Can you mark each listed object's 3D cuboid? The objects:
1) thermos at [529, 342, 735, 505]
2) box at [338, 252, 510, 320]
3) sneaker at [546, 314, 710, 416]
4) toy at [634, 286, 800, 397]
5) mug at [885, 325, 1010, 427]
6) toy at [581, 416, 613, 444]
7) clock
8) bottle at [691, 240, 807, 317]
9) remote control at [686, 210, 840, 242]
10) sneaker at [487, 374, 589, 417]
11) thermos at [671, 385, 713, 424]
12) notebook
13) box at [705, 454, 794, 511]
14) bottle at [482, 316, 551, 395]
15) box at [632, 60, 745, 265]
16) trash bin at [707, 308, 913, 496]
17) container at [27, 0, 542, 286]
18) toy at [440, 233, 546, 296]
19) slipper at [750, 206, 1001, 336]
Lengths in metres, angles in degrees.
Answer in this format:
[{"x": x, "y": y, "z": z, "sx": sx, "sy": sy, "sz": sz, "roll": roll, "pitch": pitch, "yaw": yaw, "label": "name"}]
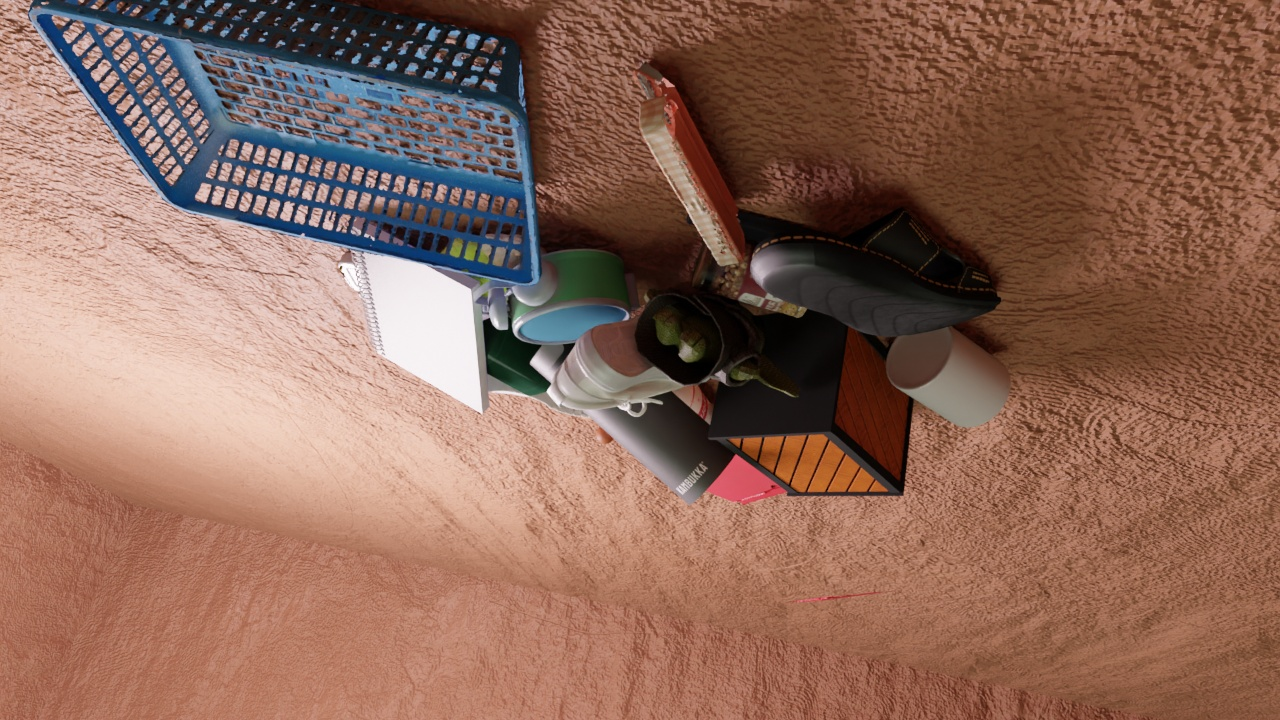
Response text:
[{"x": -0.010, "y": 0.049, "z": 1.017, "sx": 0.240, "sy": 0.082, "sz": 0.082, "roll": 41, "pitch": 155, "yaw": 3, "label": "thermos"}, {"x": -0.242, "y": -0.078, "z": 1.083, "sx": 0.210, "sy": 0.036, "sz": 0.130, "roll": 8, "pitch": 159, "yaw": 11, "label": "box"}, {"x": -0.006, "y": 0.006, "z": 0.935, "sx": 0.091, "sy": 0.089, "sz": 0.241, "roll": -40, "pitch": 164, "yaw": 29, "label": "sneaker"}, {"x": 0.066, "y": -0.024, "z": 0.882, "sx": 0.179, "sy": 0.078, "sz": 0.152, "roll": 40, "pitch": -158, "yaw": 24, "label": "toy"}, {"x": 0.300, "y": 0.009, "z": 0.931, "sx": 0.097, "sy": 0.078, "sz": 0.112, "roll": 28, "pitch": 180, "yaw": -30, "label": "mug"}, {"x": -0.056, "y": 0.063, "z": 1.245, "sx": 0.095, "sy": 0.065, "sz": 0.127, "roll": -8, "pitch": 143, "yaw": 36, "label": "toy"}, {"x": -0.089, "y": -0.067, "z": 0.917, "sx": 0.161, "sy": 0.075, "sz": 0.122, "roll": 2, "pitch": 160, "yaw": -38, "label": "clock"}, {"x": 0.105, "y": -0.080, "z": 0.850, "sx": 0.105, "sy": 0.056, "sz": 0.056, "roll": 15, "pitch": 156, "yaw": -4, "label": "bottle"}, {"x": 0.109, "y": -0.115, "z": 0.821, "sx": 0.136, "sy": 0.015, "sz": 0.032, "roll": 14, "pitch": 156, "yaw": -1, "label": "remote control"}, {"x": -0.134, "y": 0.017, "z": 1.175, "sx": 0.236, "sy": 0.090, "sz": 0.104, "roll": 9, "pitch": 178, "yaw": -7, "label": "sneaker"}, {"x": 0.042, "y": 0.062, "z": 1.153, "sx": 0.099, "sy": 0.099, "sz": 0.220, "roll": 1, "pitch": 149, "yaw": 26, "label": "thermos"}, {"x": -0.246, "y": -0.046, "z": 1.026, "sx": 0.172, "sy": 0.022, "sz": 0.210, "roll": 28, "pitch": 143, "yaw": 17, "label": "notebook"}, {"x": 0.142, "y": 0.144, "z": 1.327, "sx": 0.152, "sy": 0.164, "sz": 0.215, "roll": -25, "pitch": 176, "yaw": -30, "label": "box"}, {"x": -0.160, "y": -0.014, "z": 1.061, "sx": 0.131, "sy": 0.061, "sz": 0.061, "roll": 32, "pitch": 153, "yaw": -30, "label": "bottle"}, {"x": 0.042, "y": -0.150, "z": 0.717, "sx": 0.042, "sy": 0.082, "sz": 0.187, "roll": -10, "pitch": 147, "yaw": 21, "label": "box"}, {"x": 0.189, "y": 0.050, "z": 0.985, "sx": 0.140, "sy": 0.139, "sz": 0.171, "roll": -7, "pitch": 149, "yaw": 39, "label": "trash bin"}, {"x": -0.251, "y": -0.192, "z": 0.753, "sx": 0.362, "sy": 0.089, "sz": 0.258, "roll": 13, "pitch": 156, "yaw": 2, "label": "container"}, {"x": -0.150, "y": -0.102, "z": 0.953, "sx": 0.115, "sy": 0.046, "sz": 0.092, "roll": -14, "pitch": 145, "yaw": 34, "label": "toy"}, {"x": 0.203, "y": -0.078, "z": 0.781, "sx": 0.267, "sy": 0.075, "sz": 0.113, "roll": 10, "pitch": 158, "yaw": -34, "label": "slipper"}]
